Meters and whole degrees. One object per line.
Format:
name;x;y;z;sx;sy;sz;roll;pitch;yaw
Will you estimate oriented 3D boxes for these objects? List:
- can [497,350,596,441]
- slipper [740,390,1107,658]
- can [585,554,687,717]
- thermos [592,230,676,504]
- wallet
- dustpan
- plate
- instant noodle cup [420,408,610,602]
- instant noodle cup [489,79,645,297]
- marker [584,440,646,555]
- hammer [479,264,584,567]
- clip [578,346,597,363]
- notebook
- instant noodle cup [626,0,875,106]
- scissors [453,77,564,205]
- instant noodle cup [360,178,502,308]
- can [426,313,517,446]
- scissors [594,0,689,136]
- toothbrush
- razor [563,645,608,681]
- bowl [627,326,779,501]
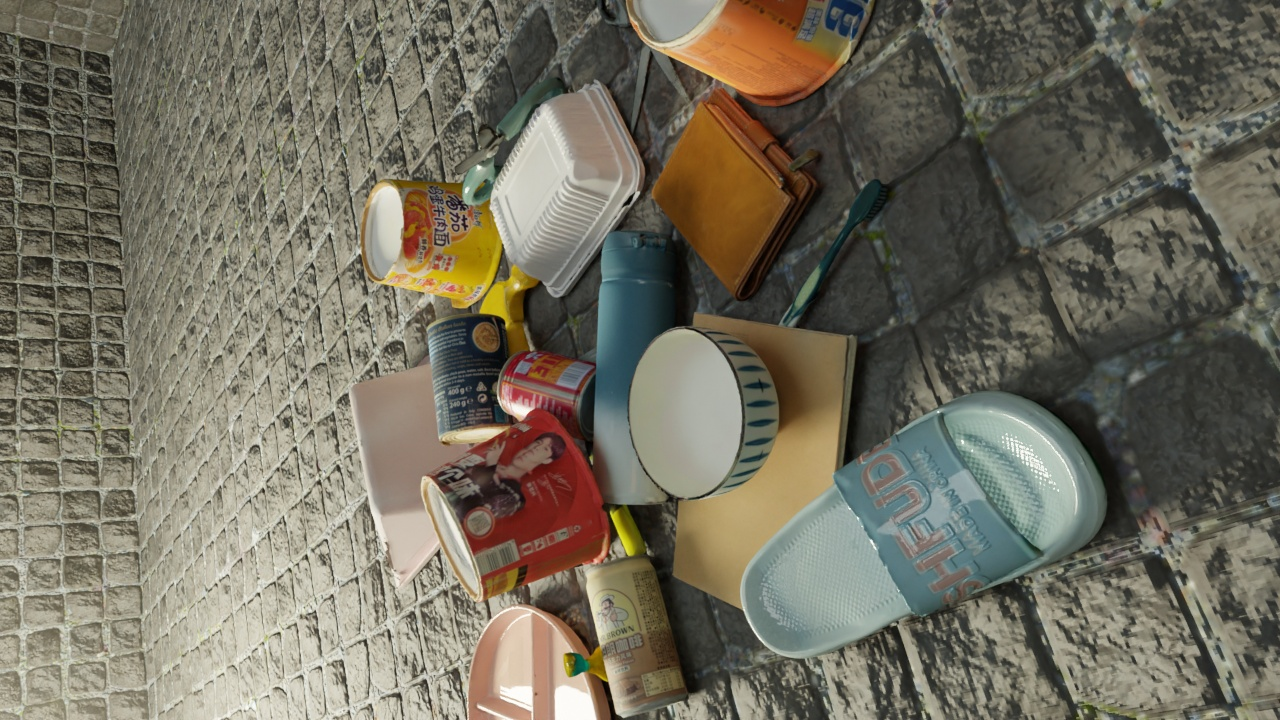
can;-0.070;0.029;0.797;0.094;0.066;0.066;13;98;31
slipper;0.142;0.103;0.532;0.246;0.074;0.104;-43;60;34
can;-0.004;0.219;0.731;0.059;0.058;0.116;-37;60;43
thermos;-0.004;0.004;0.741;0.070;0.070;0.220;0;88;51
wallet;0.067;-0.130;0.680;0.130;0.035;0.119;57;129;34
dustpan;-0.253;0.122;1.083;0.274;0.138;0.222;107;147;-62
plate;-0.096;0.345;0.862;0.230;0.028;0.229;-4;85;50
instant noodle cup;-0.104;0.119;0.735;0.138;0.108;0.138;44;146;40
instant noodle cup;-0.078;-0.157;0.839;0.174;0.060;0.138;-50;51;41
marker;-0.023;0.117;0.797;0.018;0.015;0.124;-54;47;34
hammer;-0.099;0.053;0.877;0.129;0.032;0.300;-46;54;40
clip;-0.036;-0.001;0.816;0.058;0.038;0.026;-26;70;46
notebook;0.081;0.077;0.657;0.150;0.012;0.211;13;102;49
instant noodle cup;0.068;-0.260;0.625;0.152;0.111;0.151;-4;85;51
scissors;-0.119;-0.211;0.848;0.179;0.019;0.173;-50;0;-4
instant noodle cup;-0.229;-0.132;0.986;0.138;0.109;0.138;-2;87;50
can;-0.159;0.019;0.867;0.076;0.075;0.111;-25;69;48
scissors;0.003;-0.282;0.785;0.159;0.014;0.180;34;115;46
toothbrush;0.116;-0.042;0.634;0.016;0.018;0.192;54;130;36
razor;-0.041;0.242;0.734;0.028;0.132;0.043;-15;70;9
bowl;0.052;0.035;0.630;0.117;0.066;0.116;2;93;51
